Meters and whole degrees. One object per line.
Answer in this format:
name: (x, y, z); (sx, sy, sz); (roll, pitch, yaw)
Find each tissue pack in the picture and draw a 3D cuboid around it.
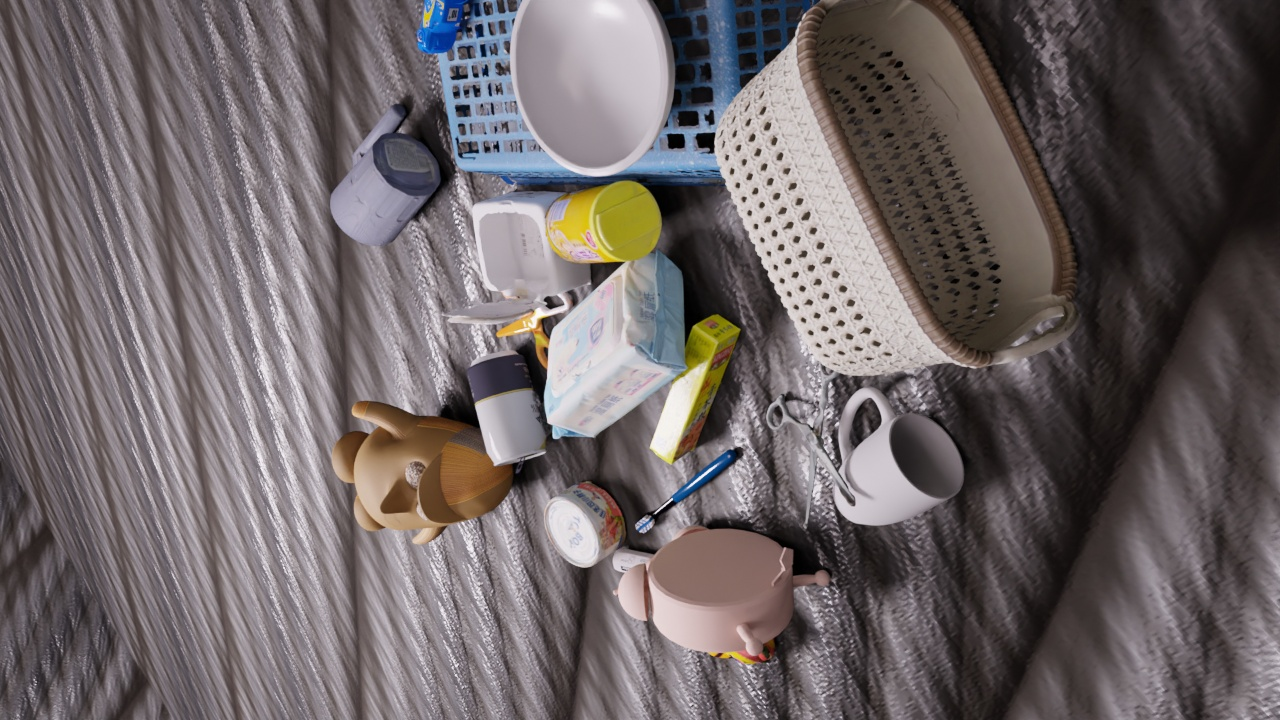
tissue pack: (-0.030, -0.009, 0.843); (0.182, 0.070, 0.112); (-37, 44, 42)

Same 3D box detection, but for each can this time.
can: (-0.035, -0.120, 0.809); (0.105, 0.067, 0.068); (7, 115, 59)
can: (-0.141, 0.057, 0.982); (0.064, 0.064, 0.127); (-24, 79, 44)
can: (-0.061, 0.179, 1.002); (0.086, 0.043, 0.086); (19, 122, 35)

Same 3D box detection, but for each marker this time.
marker: (0.025, 0.218, 0.958); (0.126, 0.025, 0.025); (2, 110, 40)

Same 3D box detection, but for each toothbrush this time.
toothbrush: (0.043, 0.131, 0.911); (0.014, 0.014, 0.168); (45, 133, 1)

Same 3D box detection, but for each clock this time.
clock: (0.070, 0.197, 0.836); (0.161, 0.130, 0.086); (2, 110, 41)

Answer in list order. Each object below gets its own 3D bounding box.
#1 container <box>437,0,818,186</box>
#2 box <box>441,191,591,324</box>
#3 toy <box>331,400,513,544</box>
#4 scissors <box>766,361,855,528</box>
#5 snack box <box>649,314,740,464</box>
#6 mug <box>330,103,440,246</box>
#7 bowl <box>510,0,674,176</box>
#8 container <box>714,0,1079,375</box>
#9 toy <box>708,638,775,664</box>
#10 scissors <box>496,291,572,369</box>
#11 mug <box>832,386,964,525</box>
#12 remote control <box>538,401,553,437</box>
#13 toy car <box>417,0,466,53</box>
container: (-0.036, -0.264, 0.750); (0.363, 0.089, 0.257); (9, 114, 38)
box: (-0.132, -0.089, 0.879); (0.109, 0.136, 0.126); (10, 114, 40)
toy: (-0.243, 0.136, 1.069); (0.204, 0.162, 0.199); (-4, 114, 30)
scissors: (0.146, 0.050, 0.751); (0.141, 0.014, 0.174); (39, 117, 60)
snack box: (0.049, 0.028, 0.842); (0.029, 0.040, 0.148); (35, 128, 23)
mug: (-0.279, -0.203, 1.001); (0.104, 0.083, 0.123); (-32, 60, 43)
bowl: (-0.028, -0.213, 0.672); (0.150, 0.043, 0.150); (18, 120, 34)
container: (0.162, -0.108, 0.596); (0.143, 0.184, 0.246); (-23, 93, 54)
toy: (0.092, 0.272, 0.912); (0.084, 0.046, 0.104); (45, 146, -14)
scissors: (-0.110, -0.043, 0.965); (0.125, 0.011, 0.128); (47, 130, 13)
mug: (0.189, 0.078, 0.731); (0.090, 0.071, 0.107); (-48, 59, 49)
remote control: (-0.091, 0.053, 0.990); (0.033, 0.013, 0.137); (55, 134, 8)
toy car: (-0.147, -0.284, 0.746); (0.062, 0.033, 0.092); (42, 131, 28)
